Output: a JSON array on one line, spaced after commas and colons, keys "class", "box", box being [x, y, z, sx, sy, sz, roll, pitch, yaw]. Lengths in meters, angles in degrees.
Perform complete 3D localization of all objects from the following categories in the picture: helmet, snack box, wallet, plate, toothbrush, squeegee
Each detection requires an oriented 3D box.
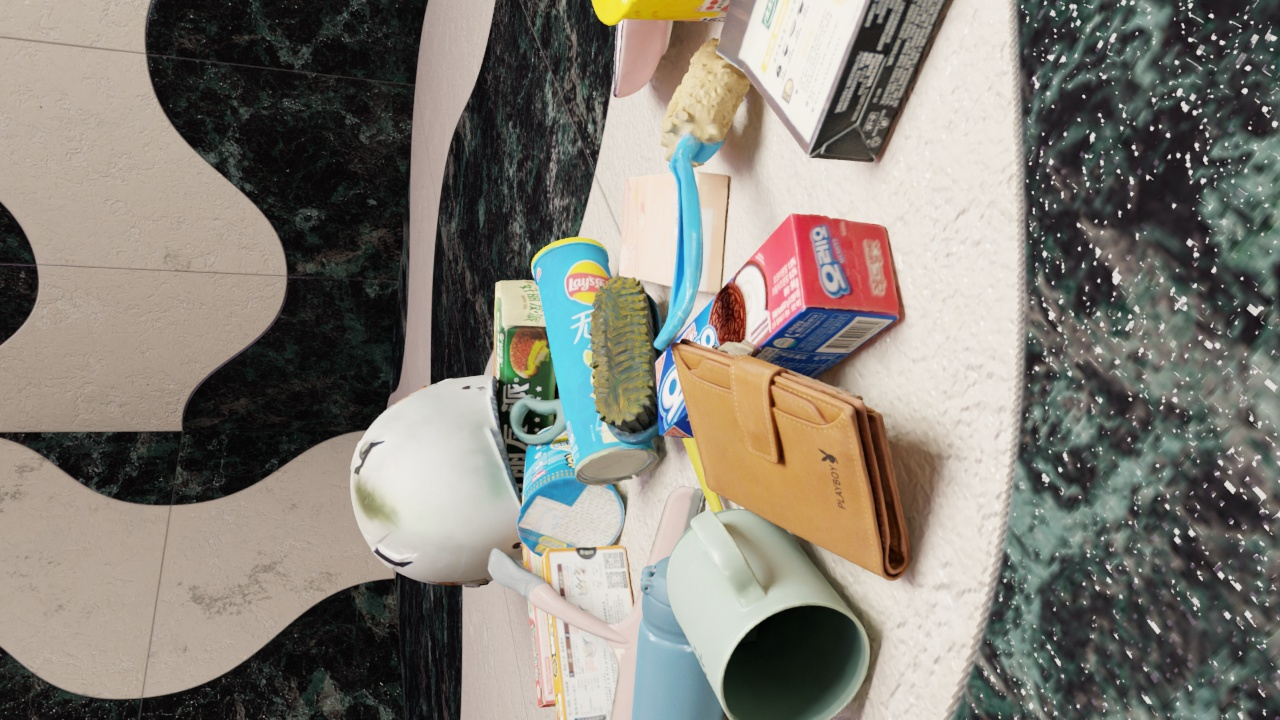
[{"class": "helmet", "box": [-0.225, 0.138, 0.968, 0.275, 0.156, 0.230, -23, 80, 60]}, {"class": "snack box", "box": [-0.041, 0.238, 0.796, 0.026, 0.075, 0.153, 122, 143, -56]}, {"class": "snack box", "box": [-0.133, 0.041, 1.026, 0.114, 0.063, 0.240, -109, 22, -58]}, {"class": "wallet", "box": [0.073, 0.045, 0.466, 0.132, 0.031, 0.108, 21, 137, 50]}, {"class": "plate", "box": [0.006, -0.299, 0.702, 0.192, 0.039, 0.192, -178, 92, -85]}, {"class": "snack box", "box": [-0.064, 0.238, 0.857, 0.027, 0.077, 0.155, 121, 144, -56]}, {"class": "snack box", "box": [0.068, -0.008, 0.538, 0.208, 0.057, 0.058, 130, 140, -61]}, {"class": "toothbrush", "box": [0.052, 0.090, 0.638, 0.190, 0.016, 0.016, -110, 28, -47]}, {"class": "snack box", "box": [0.022, -0.101, 0.712, 0.157, 0.026, 0.084, -155, 67, -68]}, {"class": "squeegee", "box": [-0.071, 0.196, 0.753, 0.250, 0.040, 0.247, 12, 89, 51]}, {"class": "snack box", "box": [0.096, -0.183, 0.473, 0.125, 0.053, 0.113, -110, 28, -45]}]

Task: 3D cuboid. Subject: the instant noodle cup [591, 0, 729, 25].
[{"class": "instant noodle cup", "box": [0.039, -0.267, 0.552, 0.138, 0.109, 0.138, -179, 90, -70]}]

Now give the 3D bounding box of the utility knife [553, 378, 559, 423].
[{"class": "utility knife", "box": [-0.090, 0.054, 1.024, 0.033, 0.015, 0.171, -144, 56, -69]}]

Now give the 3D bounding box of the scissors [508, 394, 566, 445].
[{"class": "scissors", "box": [-0.060, 0.005, 0.877, 0.171, 0.019, 0.180, -16, 53, 41]}]

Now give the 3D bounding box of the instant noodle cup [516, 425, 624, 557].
[{"class": "instant noodle cup", "box": [-0.070, 0.119, 0.873, 0.109, 0.099, 0.099, -109, 27, -60]}]

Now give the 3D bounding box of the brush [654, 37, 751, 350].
[{"class": "brush", "box": [0.033, -0.107, 0.560, 0.083, 0.046, 0.254, -48, 25, 46]}]

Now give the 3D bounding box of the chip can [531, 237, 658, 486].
[{"class": "chip can", "box": [-0.042, -0.002, 0.790, 0.071, 0.071, 0.210, 120, 142, -54]}]

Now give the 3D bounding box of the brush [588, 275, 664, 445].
[{"class": "brush", "box": [-0.004, 0.004, 0.722, 0.073, 0.055, 0.143, 51, -153, -50]}]

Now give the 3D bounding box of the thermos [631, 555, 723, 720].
[{"class": "thermos", "box": [0.027, 0.239, 0.624, 0.070, 0.070, 0.220, -144, 57, -66]}]

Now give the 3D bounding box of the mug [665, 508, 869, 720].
[{"class": "mug", "box": [0.057, 0.126, 0.497, 0.112, 0.082, 0.106, 60, 178, -26]}]
